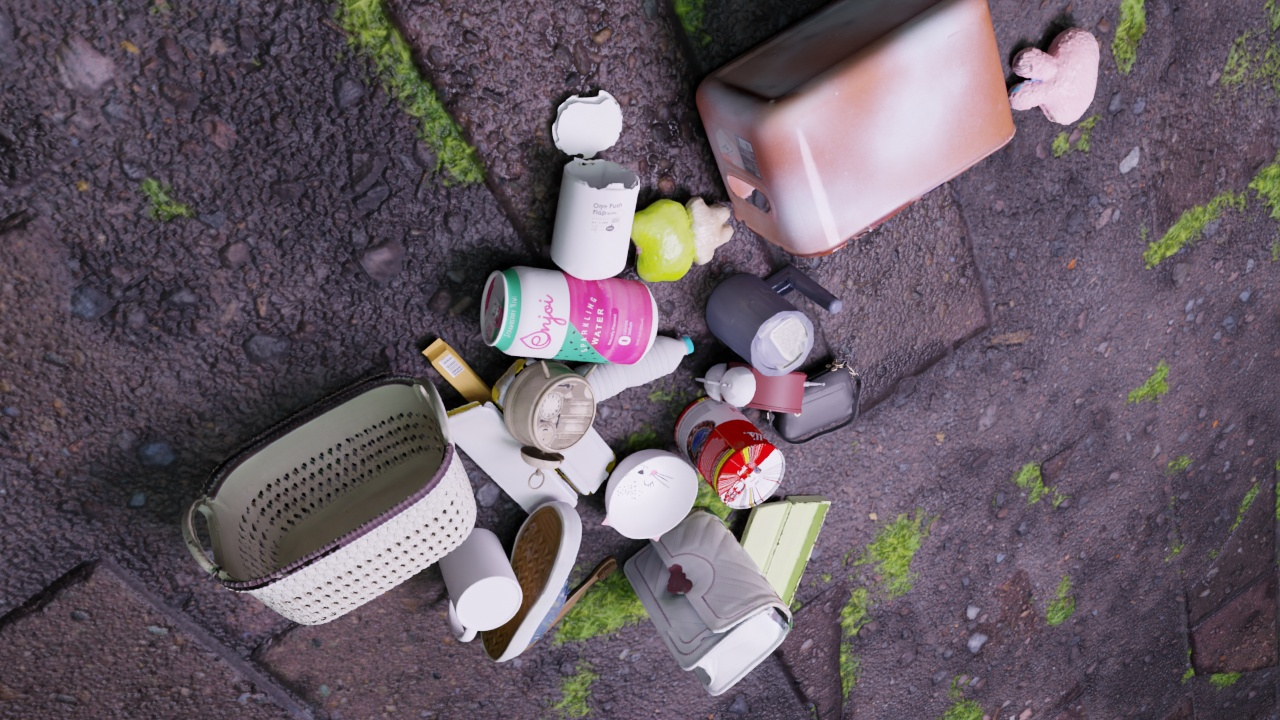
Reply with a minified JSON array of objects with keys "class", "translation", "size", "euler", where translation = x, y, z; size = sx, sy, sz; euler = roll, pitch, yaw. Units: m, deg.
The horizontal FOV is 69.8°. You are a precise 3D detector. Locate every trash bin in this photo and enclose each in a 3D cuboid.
[{"class":"trash bin","translation":[0.204,-0.247,0.891],"size":[0.259,0.181,0.157],"euler":[-31,124,-6]}]

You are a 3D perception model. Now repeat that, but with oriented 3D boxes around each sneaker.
[{"class":"sneaker","translation":[-0.111,0.262,1.072],"size":[0.079,0.087,0.236],"euler":[2,125,-40]}]

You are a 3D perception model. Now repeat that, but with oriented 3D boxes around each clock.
[{"class":"clock","translation":[0.132,0.030,1.053],"size":[0.137,0.096,0.048],"euler":[8,91,-16]},{"class":"clock","translation":[-0.092,0.068,0.940],"size":[0.092,0.055,0.141],"euler":[4,103,-45]}]

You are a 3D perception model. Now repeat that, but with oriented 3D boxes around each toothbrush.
[{"class":"toothbrush","translation":[-0.092,0.308,1.154],"size":[0.167,0.016,0.016],"euler":[-43,127,3]}]

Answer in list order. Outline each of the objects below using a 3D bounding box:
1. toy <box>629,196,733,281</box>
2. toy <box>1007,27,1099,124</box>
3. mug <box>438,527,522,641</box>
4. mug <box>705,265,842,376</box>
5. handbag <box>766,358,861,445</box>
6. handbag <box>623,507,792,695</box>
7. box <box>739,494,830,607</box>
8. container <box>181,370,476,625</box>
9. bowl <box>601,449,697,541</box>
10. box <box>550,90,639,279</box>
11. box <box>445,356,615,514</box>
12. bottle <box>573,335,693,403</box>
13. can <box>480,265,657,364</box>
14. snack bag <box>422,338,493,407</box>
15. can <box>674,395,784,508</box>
[{"class":"toy","translation":[0.044,-0.131,0.961],"size":[0.117,0.043,0.092],"euler":[-22,121,-17]},{"class":"toy","translation":[0.475,-0.326,1.055],"size":[0.105,0.053,0.108],"euler":[-6,120,-10]},{"class":"mug","translation":[-0.189,0.260,1.035],"size":[0.073,0.090,0.111],"euler":[16,109,-31]},{"class":"mug","translation":[0.148,-0.050,1.016],"size":[0.124,0.104,0.084],"euler":[-32,124,-6]},{"class":"handbag","translation":[0.216,0.049,1.135],"size":[0.128,0.054,0.079],"euler":[-21,118,-9]},{"class":"handbag","translation":[0.079,0.280,1.108],"size":[0.142,0.198,0.096],"euler":[-41,124,-1]},{"class":"box","translation":[0.176,0.268,1.250],"size":[0.138,0.030,0.187],"euler":[0,117,-32]},{"class":"container","translation":[-0.278,0.135,0.875],"size":[0.251,0.184,0.143],"euler":[-30,134,-9]},{"class":"bowl","translation":[0.006,0.151,1.092],"size":[0.114,0.050,0.115],"euler":[-11,121,-20]},{"class":"box","translation":[-0.045,-0.166,0.880],"size":[0.084,0.094,0.166],"euler":[-1,126,-21]},{"class":"box","translation":[-0.115,0.093,1.001],"size":[0.128,0.045,0.210],"euler":[-36,133,-1]},{"class":"bottle","translation":[-0.006,0.006,1.011],"size":[0.136,0.044,0.044],"euler":[-22,124,-13]},{"class":"can","translation":[-0.070,-0.044,0.925],"size":[0.165,0.088,0.088],"euler":[5,114,-27]},{"class":"snack bag","translation":[-0.185,0.015,0.945],"size":[0.026,0.020,0.099],"euler":[-40,126,-1]},{"class":"can","translation":[0.102,0.105,1.071],"size":[0.086,0.116,0.087],"euler":[-11,121,-20]}]
